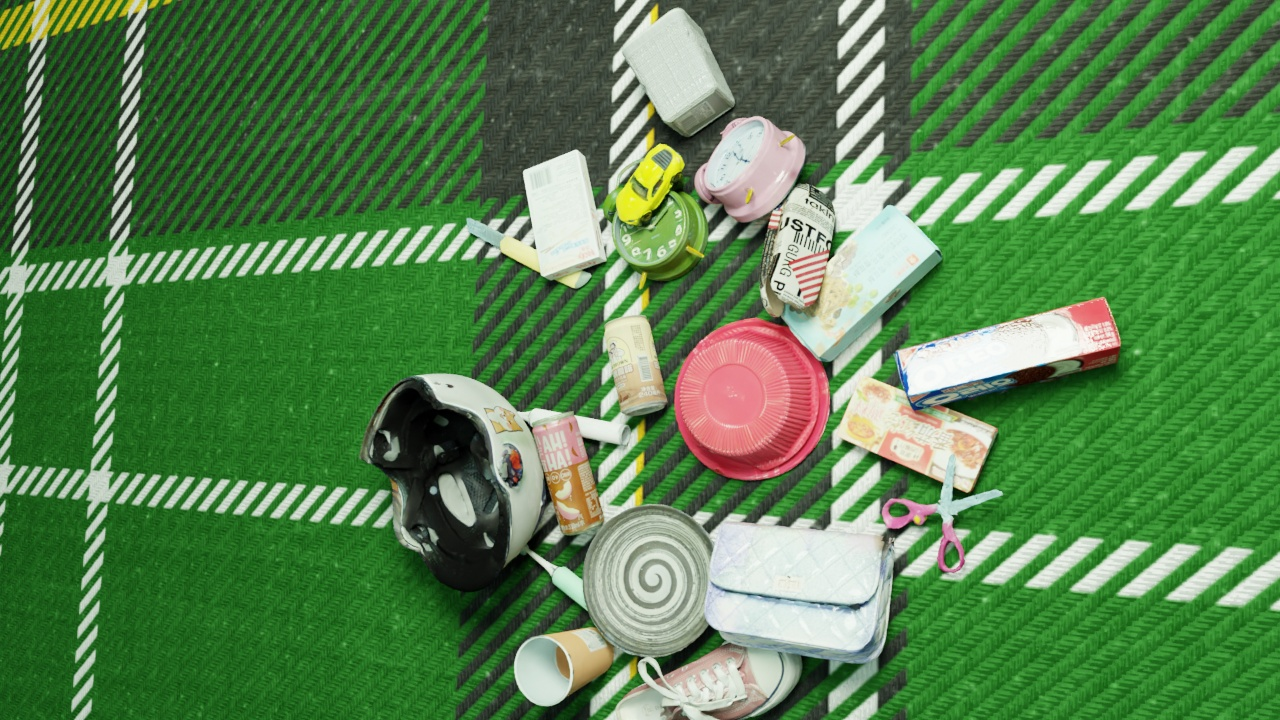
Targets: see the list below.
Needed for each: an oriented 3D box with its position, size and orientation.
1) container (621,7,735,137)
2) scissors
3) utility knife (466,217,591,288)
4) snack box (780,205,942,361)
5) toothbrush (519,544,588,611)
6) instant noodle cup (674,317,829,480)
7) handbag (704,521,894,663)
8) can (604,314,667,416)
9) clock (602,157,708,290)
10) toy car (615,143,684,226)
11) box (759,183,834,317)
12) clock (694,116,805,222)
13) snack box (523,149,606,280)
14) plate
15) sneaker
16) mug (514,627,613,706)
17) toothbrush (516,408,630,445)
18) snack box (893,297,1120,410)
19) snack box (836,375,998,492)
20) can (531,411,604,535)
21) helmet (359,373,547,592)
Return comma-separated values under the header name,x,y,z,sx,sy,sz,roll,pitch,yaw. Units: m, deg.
name,x,y,z,sx,sy,sz,roll,pitch,yaw
container,0.051,-0.347,1.124,0.090,0.090,0.114,-31,75,21
scissors,0.320,0.165,0.961,0.134,0.017,0.130,-28,81,37
utility knife,-0.159,-0.147,1.246,0.221,0.022,0.031,27,96,20
snack box,0.243,-0.084,1.020,0.175,0.051,0.074,-45,67,16
toothbrush,-0.081,0.289,1.159,0.224,0.026,0.027,32,129,25
instant noodle cup,0.117,0.042,1.064,0.194,0.065,0.193,-4,82,26
handbag,0.172,0.247,0.998,0.194,0.075,0.134,0,58,25
can,-0.007,0.007,1.132,0.059,0.058,0.116,-18,77,24
clock,0.015,-0.176,1.141,0.116,0.056,0.161,-26,73,21
toy car,0.007,-0.210,1.099,0.048,0.032,0.105,44,105,23
box,0.162,-0.123,1.030,0.083,0.075,0.163,-30,39,56
clock,0.120,-0.228,1.073,0.117,0.059,0.158,-58,27,2
snack box,-0.101,-0.192,1.210,0.085,0.027,0.156,-17,75,19
plate,0.014,0.264,1.106,0.180,0.024,0.179,-6,73,19
sneaker,0.068,0.379,1.041,0.241,0.087,0.118,-28,73,21
mug,-0.085,0.359,1.100,0.078,0.122,0.078,-2,85,26
toothbrush,-0.115,0.080,1.197,0.221,0.026,0.026,8,111,27
snack box,0.369,-0.003,0.933,0.208,0.058,0.057,-15,67,19
snack box,0.297,0.078,0.991,0.153,0.025,0.075,24,95,26
can,-0.090,0.141,1.145,0.058,0.057,0.147,-15,91,24
helmet,-0.215,0.139,1.168,0.231,0.156,0.274,-39,80,37
